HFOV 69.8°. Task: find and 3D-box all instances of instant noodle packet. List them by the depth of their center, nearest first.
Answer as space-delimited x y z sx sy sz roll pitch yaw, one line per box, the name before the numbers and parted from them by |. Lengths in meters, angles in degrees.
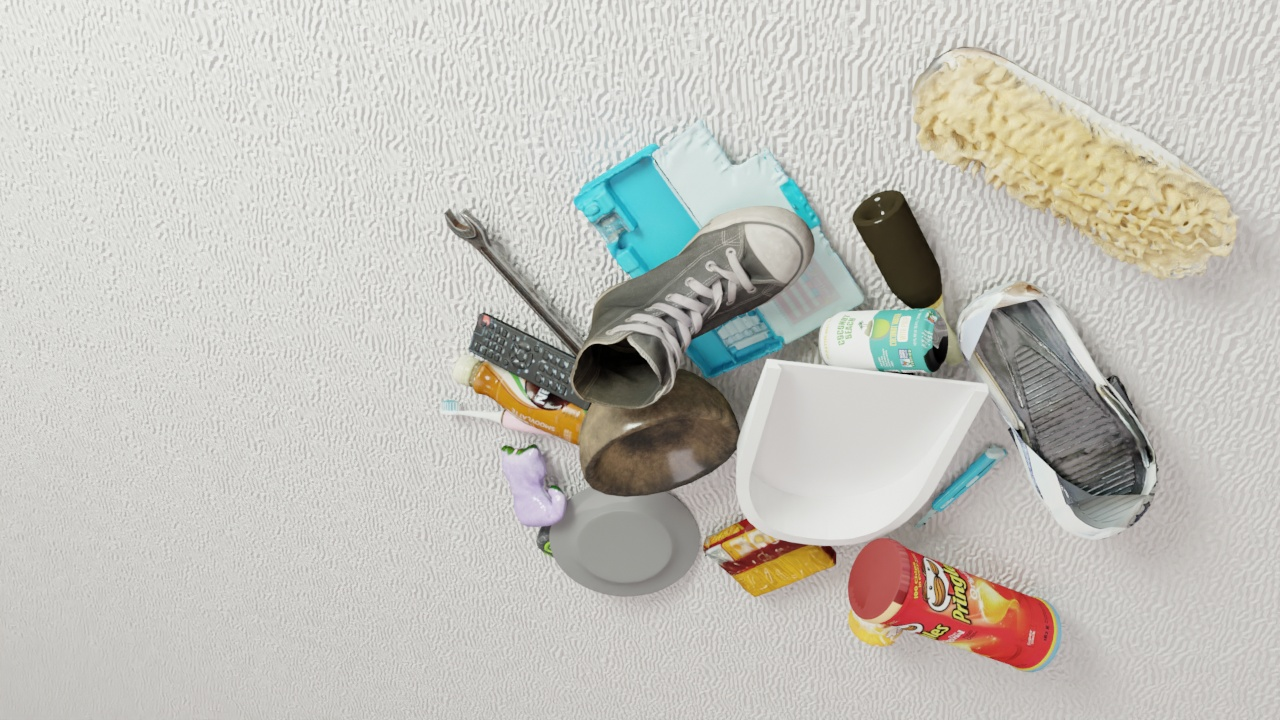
instant noodle packet | 0.144 0.217 1.045 0.136 0.039 0.098 -32 110 32

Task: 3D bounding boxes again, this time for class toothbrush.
toothbrush | -0.121 0.068 1.026 0.223 0.027 0.026 7 95 12

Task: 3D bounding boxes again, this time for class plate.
plate | -0.019 0.217 1.085 0.178 0.012 0.179 1 121 1

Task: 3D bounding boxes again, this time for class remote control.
remote control | -0.108 -0.001 0.954 0.150 0.022 0.047 26 108 15

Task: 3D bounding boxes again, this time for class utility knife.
utility knife | 0.325 0.134 0.943 0.022 0.015 0.141 9 134 -22

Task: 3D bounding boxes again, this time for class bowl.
bowl | 0.014 0.068 0.922 0.162 0.070 0.162 -12 148 -8

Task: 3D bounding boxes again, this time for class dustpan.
dustpan | 0.190 0.102 0.880 0.191 0.053 0.258 7 146 -1

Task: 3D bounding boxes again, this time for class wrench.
wrench | -0.097 -0.050 0.926 0.273 0.010 0.070 48 153 -17

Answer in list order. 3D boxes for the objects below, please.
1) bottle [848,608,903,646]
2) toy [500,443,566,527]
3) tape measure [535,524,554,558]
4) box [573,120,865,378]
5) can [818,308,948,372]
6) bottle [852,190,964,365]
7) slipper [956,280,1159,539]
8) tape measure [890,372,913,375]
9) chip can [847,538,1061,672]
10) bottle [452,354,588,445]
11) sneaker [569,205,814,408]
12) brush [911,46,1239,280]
bottle | 0.268 0.269 1.029 0.063 0.063 0.109 6 126 14
toy | -0.123 0.144 1.062 0.080 0.036 0.100 -8 97 34
tape measure | -0.093 0.219 1.124 0.065 0.035 0.059 15 137 2
box | 0.074 -0.101 0.833 0.182 0.039 0.227 -25 115 30
can | 0.212 -0.017 0.803 0.102 0.054 0.055 0 127 37
bottle | 0.244 -0.064 0.804 0.045 0.045 0.184 -20 124 28
slipper | 0.378 0.042 0.830 0.111 0.063 0.264 -32 103 23
tape measure | 0.223 0.014 0.870 0.072 0.042 0.072 -12 118 29
chip can | 0.328 0.257 0.957 0.213 0.086 0.087 22 130 -18
bottle | -0.123 0.037 0.986 0.167 0.059 0.059 21 129 13
sneaker | 0.042 -0.044 0.791 0.235 0.119 0.095 -22 117 27
brush | 0.330 -0.151 0.704 0.271 0.056 0.083 29 127 -5
